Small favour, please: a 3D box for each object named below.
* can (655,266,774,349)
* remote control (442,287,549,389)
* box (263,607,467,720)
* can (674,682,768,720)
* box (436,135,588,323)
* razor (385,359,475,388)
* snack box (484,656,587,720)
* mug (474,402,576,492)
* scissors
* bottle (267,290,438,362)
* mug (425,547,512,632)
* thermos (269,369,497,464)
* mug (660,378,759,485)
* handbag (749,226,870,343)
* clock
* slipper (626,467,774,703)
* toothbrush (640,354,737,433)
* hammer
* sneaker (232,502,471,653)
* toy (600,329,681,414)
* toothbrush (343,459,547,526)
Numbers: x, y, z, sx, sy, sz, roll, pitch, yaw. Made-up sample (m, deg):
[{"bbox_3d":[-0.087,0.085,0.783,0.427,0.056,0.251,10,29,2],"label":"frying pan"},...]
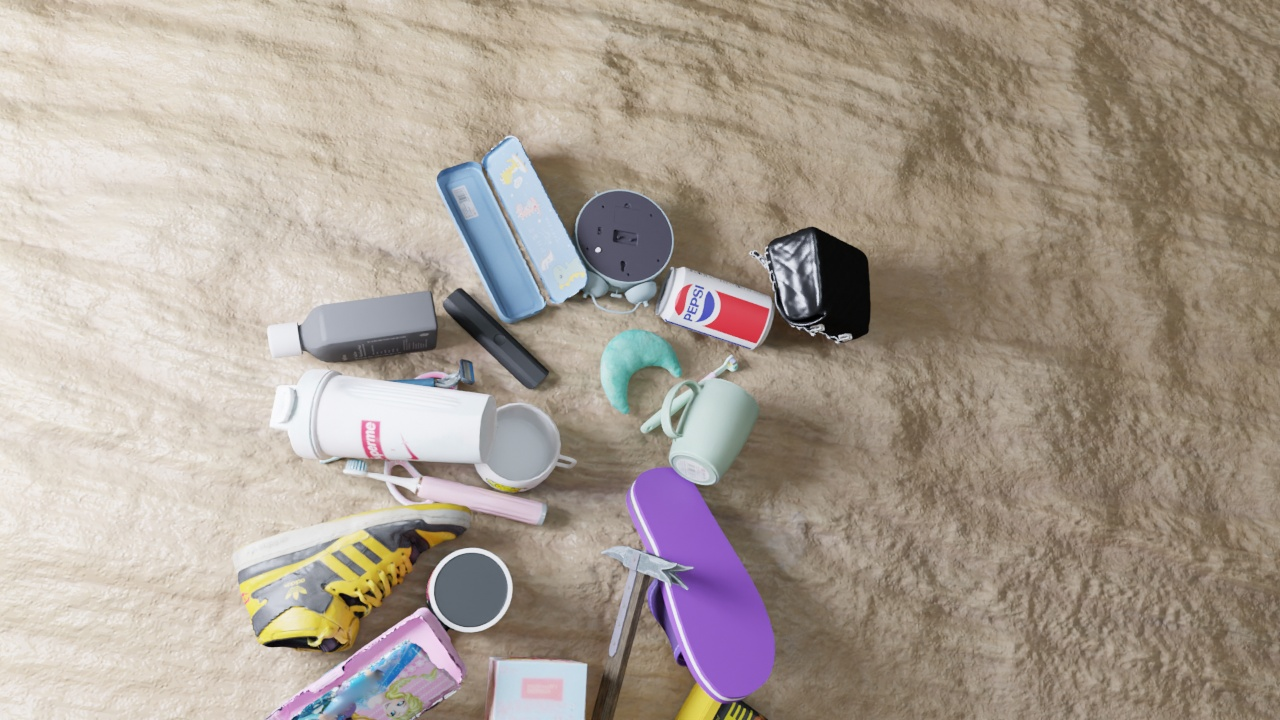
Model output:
[{"bbox_3d":[0.091,-0.064,1.121,0.132,0.070,0.070,18,71,-9],"label":"can"},{"bbox_3d":[-0.169,-0.025,1.072,0.147,0.015,0.033,44,69,0],"label":"remote control"},{"bbox_3d":[-0.279,0.335,0.868,0.230,0.071,0.084,-35,87,5],"label":"box"},{"bbox_3d":[0.083,0.426,0.984,0.101,0.073,0.130,37,69,-5],"label":"can"},{"bbox_3d":[-0.153,-0.155,1.100,0.125,0.043,0.209,-27,83,0],"label":"box"},{"bbox_3d":[-0.257,0.025,1.022,0.144,0.022,0.042,-7,35,-10],"label":"razor"},{"bbox_3d":[-0.109,0.347,0.943,0.093,0.095,0.079,6,73,-13],"label":"snack box"},{"bbox_3d":[-0.128,0.101,1.020,0.115,0.068,0.094,17,71,-10],"label":"mug"},{"bbox_3d":[-0.268,0.085,1.017,0.170,0.013,0.177,-29,83,-20],"label":"scissors"},{"bbox_3d":[-0.312,-0.032,1.001,0.173,0.084,0.046,-9,77,-16],"label":"bottle"},{"bbox_3d":[-0.190,0.252,0.945,0.082,0.098,0.117,39,69,-2],"label":"mug"},{"bbox_3d":[-0.264,0.059,0.947,0.220,0.099,0.099,4,73,5],"label":"thermos"},{"bbox_3d":[0.070,0.076,1.055,0.111,0.084,0.103,44,56,-19],"label":"mug"},{"bbox_3d":[0.211,-0.084,1.137,0.153,0.115,0.125,13,67,-55],"label":"handbag"},{"bbox_3d":[-0.024,-0.133,1.125,0.122,0.045,0.159,8,74,-12],"label":"clock"},{"bbox_3d":[0.054,0.255,1.025,0.107,0.084,0.266,-7,57,-31],"label":"slipper"},{"bbox_3d":[0.060,0.042,1.113,0.154,0.015,0.022,-36,116,-21],"label":"toothbrush"},{"bbox_3d":[-0.037,0.354,0.966,0.028,0.147,0.316,20,81,-34],"label":"hammer"},{"bbox_3d":[-0.282,0.224,0.934,0.238,0.086,0.122,-11,72,-13],"label":"sneaker"},{"bbox_3d":[-0.006,0.006,1.099,0.105,0.033,0.085,-35,97,-21],"label":"toy"},{"bbox_3d":[-0.209,0.142,0.995,0.222,0.027,0.026,17,65,-17],"label":"toothbrush"}]
